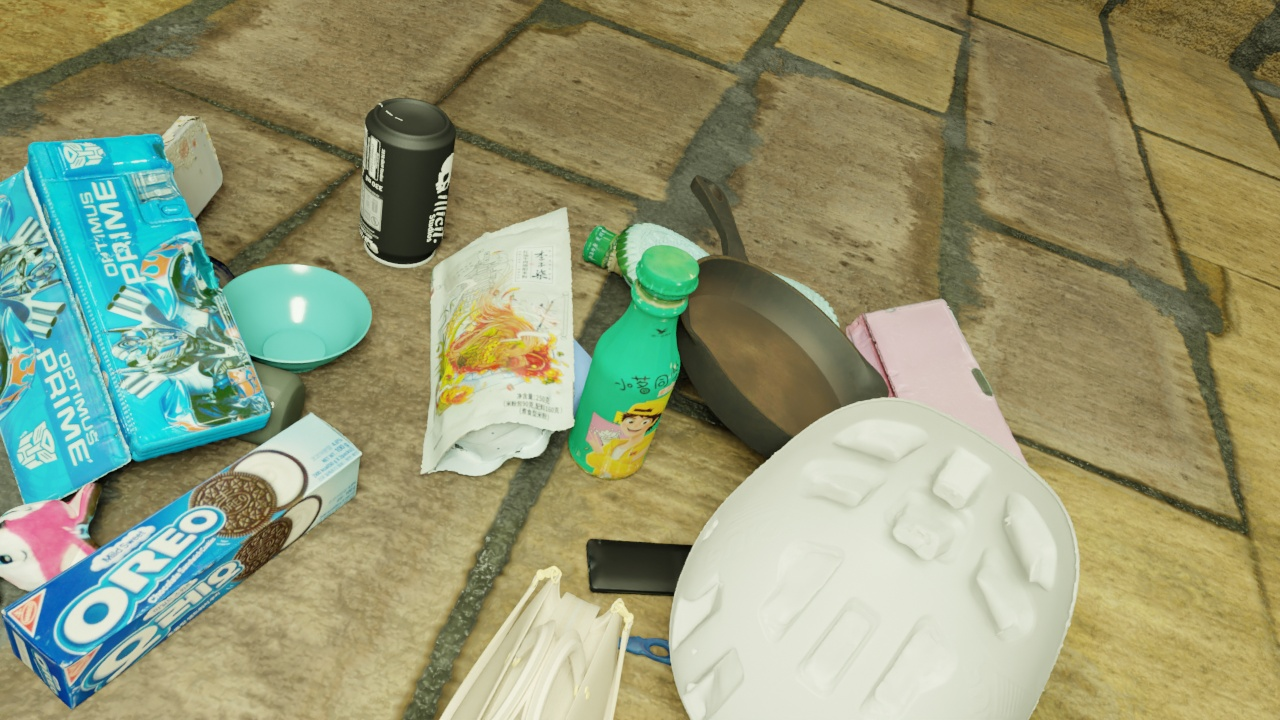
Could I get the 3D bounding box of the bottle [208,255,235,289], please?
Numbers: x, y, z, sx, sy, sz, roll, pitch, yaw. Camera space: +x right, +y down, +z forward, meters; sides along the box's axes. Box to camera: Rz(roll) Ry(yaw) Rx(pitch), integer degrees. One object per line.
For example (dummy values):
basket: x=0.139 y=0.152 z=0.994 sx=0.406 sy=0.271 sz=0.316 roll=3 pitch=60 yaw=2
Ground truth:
bottle: x=-0.386 y=-0.025 z=0.722 sx=0.056 sy=0.056 sz=0.160 roll=23 pitch=41 yaw=4

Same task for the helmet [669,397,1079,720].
helmet: x=0.147 y=0.171 z=0.608 sx=0.224 sy=0.184 sz=0.281 roll=27 pitch=45 yaw=21

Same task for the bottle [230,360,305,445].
bottle: x=-0.315 y=0.025 z=0.692 sx=0.108 sy=0.060 sz=0.060 roll=16 pitch=41 yaw=-4

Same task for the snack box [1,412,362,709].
snack box: x=-0.285 y=0.120 z=0.602 sx=0.059 sy=0.060 sz=0.225 roll=36 pitch=44 yaw=13

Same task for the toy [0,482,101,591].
toy: x=-0.388 y=0.117 z=0.571 sx=0.102 sy=0.050 sz=0.065 roll=-15 pitch=74 yaw=-20

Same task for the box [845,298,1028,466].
box: x=0.278 y=0.035 z=0.851 sx=0.099 sy=0.099 sz=0.232 roll=30 pitch=34 yaw=-29

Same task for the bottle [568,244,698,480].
bottle: x=-0.004 y=0.004 z=0.715 sx=0.068 sy=0.210 sz=0.068 roll=10 pitch=42 yaw=-10

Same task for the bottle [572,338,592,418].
bottle: x=-0.081 y=-0.007 z=0.823 sx=0.048 sy=0.048 sz=0.131 roll=-20 pitch=54 yaw=-36

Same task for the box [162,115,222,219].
box: x=-0.450 y=-0.119 z=0.791 sx=0.108 sy=0.095 sz=0.215 roll=-5 pitch=41 yaw=11

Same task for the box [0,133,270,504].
box: x=-0.382 y=-0.038 z=0.636 sx=0.174 sy=0.064 sz=0.243 roll=-23 pitch=76 yaw=-16

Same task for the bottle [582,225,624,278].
bottle: x=-0.005 y=-0.101 z=0.960 sx=0.110 sy=0.043 sz=0.042 roll=27 pitch=42 yaw=7

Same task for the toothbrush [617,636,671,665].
toothbrush: x=0.004 y=0.204 z=0.649 sx=0.132 sy=0.016 sz=0.021 roll=14 pitch=44 yaw=-5

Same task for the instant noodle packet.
instant noodle packet: x=-0.125 y=-0.028 z=0.792 sx=0.147 sy=0.057 sz=0.268 roll=-19 pitch=46 yaw=11

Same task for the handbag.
handbag: x=-0.066 y=0.203 z=0.485 sx=0.101 sy=0.198 sz=0.194 roll=24 pitch=41 yaw=6

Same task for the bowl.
bowl: x=-0.289 y=-0.024 z=0.765 sx=0.121 sy=0.046 sz=0.121 roll=10 pitch=42 yaw=-10

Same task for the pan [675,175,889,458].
pan: x=0.101 y=-0.041 z=0.829 sx=0.248 sy=0.043 sz=0.355 roll=15 pitch=41 yaw=-36

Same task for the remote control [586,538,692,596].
remote control: x=0.029 y=0.159 z=0.704 sx=0.140 sy=0.021 sz=0.045 roll=5 pitch=41 yaw=-13

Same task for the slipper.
slipper: x=0.086 y=-0.051 z=0.916 sx=0.276 sy=0.070 sz=0.115 roll=22 pitch=48 yaw=-24

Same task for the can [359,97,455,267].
can: x=-0.222 y=-0.166 z=0.869 sx=0.080 sy=0.146 sz=0.080 roll=10 pitch=42 yaw=-10
